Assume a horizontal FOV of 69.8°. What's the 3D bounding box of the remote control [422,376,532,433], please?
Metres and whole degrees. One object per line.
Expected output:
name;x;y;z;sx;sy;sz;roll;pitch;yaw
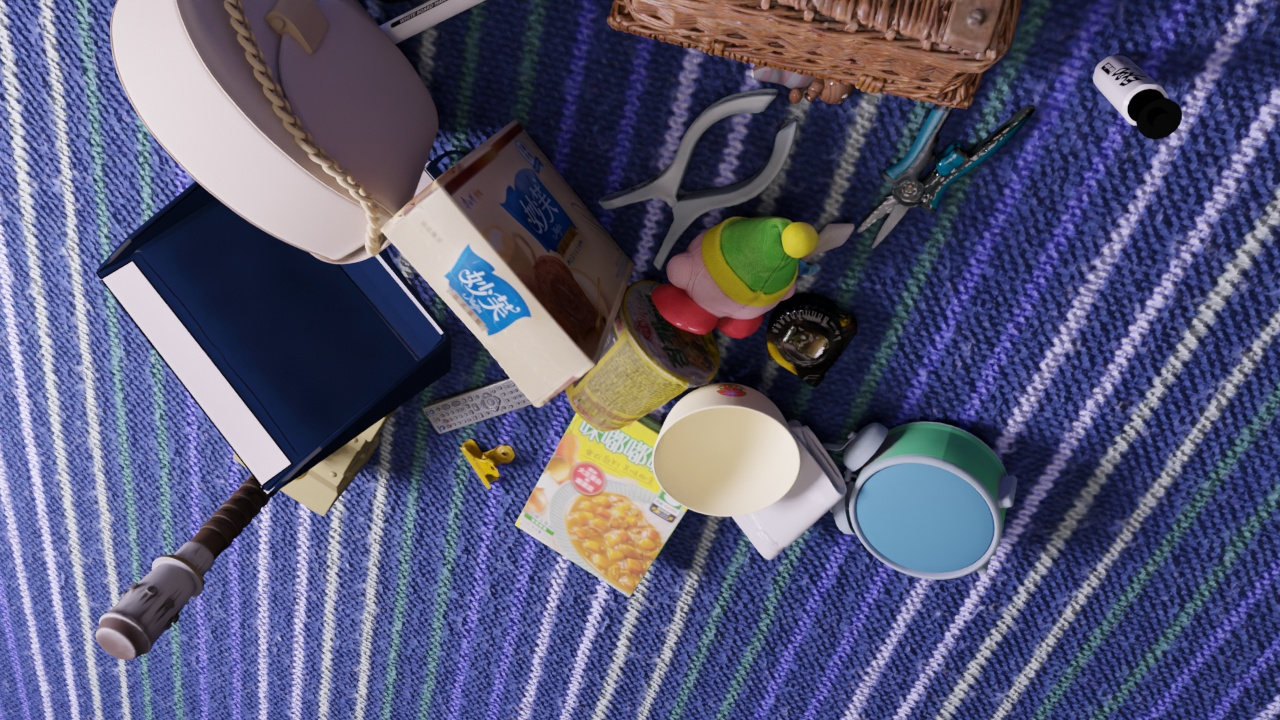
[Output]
remote control;-0.142;0.038;0.856;0.137;0.013;0.033;-19;113;23

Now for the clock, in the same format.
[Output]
clock;0.224;0.110;0.775;0.162;0.075;0.122;17;124;19

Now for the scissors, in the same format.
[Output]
scissors;0.215;-0.144;0.658;0.149;0.019;0.122;-11;117;22

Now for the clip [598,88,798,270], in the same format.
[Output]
clip;0.058;-0.129;0.701;0.164;0.027;0.108;-32;106;28

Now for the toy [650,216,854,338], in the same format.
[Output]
toy;0.089;-0.067;0.685;0.124;0.096;0.132;11;129;-25

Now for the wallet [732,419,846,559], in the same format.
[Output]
wallet;0.124;0.113;0.801;0.116;0.032;0.086;-49;64;40

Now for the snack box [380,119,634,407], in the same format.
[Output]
snack box;-0.082;-0.079;0.659;0.055;0.207;0.153;-34;106;20

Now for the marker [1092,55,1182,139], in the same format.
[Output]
marker;0.303;-0.162;0.561;0.025;0.125;0.025;6;120;11

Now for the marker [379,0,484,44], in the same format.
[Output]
marker;-0.166;-0.255;0.691;0.134;0.017;0.020;-16;87;22

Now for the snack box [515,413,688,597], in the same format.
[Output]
snack box;-0.026;0.124;0.849;0.132;0.027;0.168;32;115;5

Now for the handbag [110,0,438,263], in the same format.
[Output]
handbag;-0.238;-0.180;0.615;0.103;0.210;0.208;-27;126;23

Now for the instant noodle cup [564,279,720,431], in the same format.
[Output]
instant noodle cup;-0.005;0.004;0.757;0.102;0.102;0.108;41;127;-10

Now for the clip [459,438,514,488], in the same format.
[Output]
clip;-0.148;0.101;0.885;0.046;0.035;0.053;-16;113;30

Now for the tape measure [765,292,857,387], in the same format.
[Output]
tape measure;0.134;-0.021;0.738;0.062;0.038;0.067;31;122;-4

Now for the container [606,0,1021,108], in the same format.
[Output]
container;0.105;-0.246;0.509;0.250;0.183;0.162;14;105;4

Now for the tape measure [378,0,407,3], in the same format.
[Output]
tape measure;-0.176;-0.296;0.658;0.072;0.042;0.071;-27;111;21

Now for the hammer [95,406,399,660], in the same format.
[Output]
hammer;-0.317;0.109;0.755;0.100;0.323;0.191;35;124;-7

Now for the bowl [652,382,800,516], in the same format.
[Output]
bowl;0.070;0.061;0.763;0.118;0.073;0.118;2;126;3

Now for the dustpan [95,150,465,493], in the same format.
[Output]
dustpan;-0.249;-0.075;0.725;0.236;0.272;0.080;49;157;8

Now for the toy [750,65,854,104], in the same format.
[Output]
toy;0.108;-0.207;0.637;0.102;0.041;0.055;6;98;2
